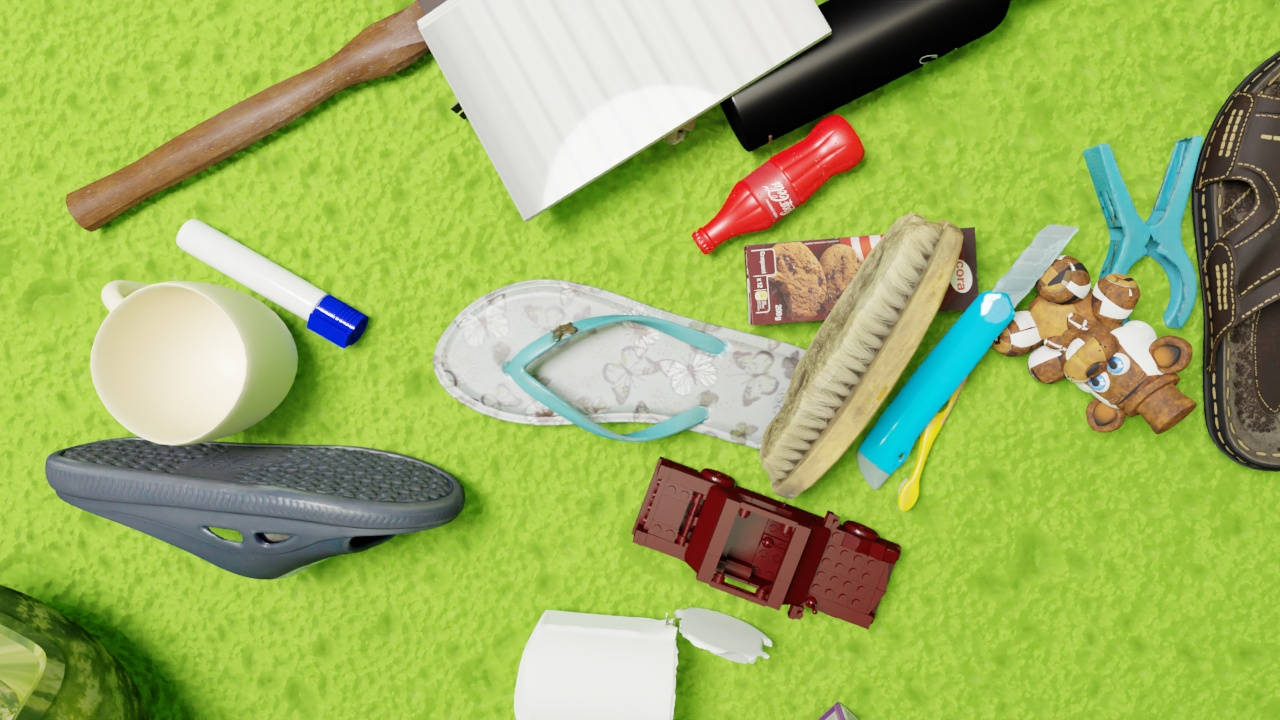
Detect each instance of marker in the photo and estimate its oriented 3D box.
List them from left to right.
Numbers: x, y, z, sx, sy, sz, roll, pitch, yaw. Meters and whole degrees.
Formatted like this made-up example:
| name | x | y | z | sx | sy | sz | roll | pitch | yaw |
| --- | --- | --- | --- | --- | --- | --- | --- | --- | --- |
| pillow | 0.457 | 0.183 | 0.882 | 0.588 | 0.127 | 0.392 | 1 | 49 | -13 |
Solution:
| name | x | y | z | sx | sy | sz | roll | pitch | yaw |
| --- | --- | --- | --- | --- | --- | --- | --- | --- | --- |
| marker | -0.247 | -0.052 | 0.615 | 0.133 | 0.027 | 0.023 | 30 | 127 | 0 |

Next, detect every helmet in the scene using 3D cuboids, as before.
| name | x | y | z | sx | sy | sz | roll | pitch | yaw |
| --- | --- | --- | --- | --- | --- | --- | --- | --- | --- |
| helmet | -0.411 | 0.262 | 0.549 | 0.213 | 0.247 | 0.244 | -23 | 135 | -16 |

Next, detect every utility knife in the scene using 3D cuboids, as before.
| name | x | y | z | sx | sy | sz | roll | pitch | yaw |
| --- | --- | --- | --- | --- | --- | --- | --- | --- | --- |
| utility knife | 0.199 | -0.001 | 0.575 | 0.031 | 0.015 | 0.206 | 37 | 115 | 10 |

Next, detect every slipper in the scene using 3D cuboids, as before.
| name | x | y | z | sx | sy | sz | roll | pitch | yaw |
| --- | --- | --- | --- | --- | --- | --- | --- | --- | --- |
| slipper | -0.250 | 0.102 | 0.590 | 0.268 | 0.110 | 0.083 | 5 | 98 | 6 |
| slipper | -0.004 | 0.003 | 0.594 | 0.269 | 0.054 | 0.098 | 8 | 93 | 1 |
| slipper | 0.402 | -0.063 | 0.551 | 0.113 | 0.075 | 0.268 | 4 | 95 | 2 |

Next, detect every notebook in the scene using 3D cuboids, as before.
| name | x | y | z | sx | sy | sz | roll | pitch | yaw |
| --- | --- | --- | --- | --- | --- | --- | --- | --- | --- |
| notebook | -0.015 | -0.198 | 0.547 | 0.210 | 0.009 | 0.142 | -30 | 87 | 11 |

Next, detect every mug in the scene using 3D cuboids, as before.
| name | x | y | z | sx | sy | sz | roll | pitch | yaw |
| --- | --- | --- | --- | --- | --- | --- | --- | --- | --- |
| mug | -0.282 | -0.008 | 0.585 | 0.120 | 0.099 | 0.096 | 43 | 94 | 1 |

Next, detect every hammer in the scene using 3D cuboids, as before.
| name | x | y | z | sx | sy | sz | roll | pitch | yaw |
| --- | --- | --- | --- | --- | --- | --- | --- | --- | --- |
| hammer | -0.233 | -0.168 | 0.604 | 0.323 | 0.033 | 0.115 | -26 | 91 | 6 |

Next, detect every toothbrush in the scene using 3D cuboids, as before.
| name | x | y | z | sx | sy | sz | roll | pitch | yaw |
| --- | --- | --- | --- | --- | --- | --- | --- | --- | --- |
| toothbrush | 0.195 | 0.035 | 0.604 | 0.021 | 0.016 | 0.135 | 20 | 94 | 3 |

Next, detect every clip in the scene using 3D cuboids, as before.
| name | x | y | z | sx | sy | sz | roll | pitch | yaw |
| --- | --- | --- | --- | --- | --- | --- | --- | --- | --- |
| clip | 0.335 | -0.079 | 0.580 | 0.114 | 0.028 | 0.127 | 6 | 96 | 8 |

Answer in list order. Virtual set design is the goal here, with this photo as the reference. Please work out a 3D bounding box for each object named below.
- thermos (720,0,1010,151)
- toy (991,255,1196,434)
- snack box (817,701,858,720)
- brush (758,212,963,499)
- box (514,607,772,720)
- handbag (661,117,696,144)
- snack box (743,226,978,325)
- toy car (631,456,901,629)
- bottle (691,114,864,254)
| name | x | y | z | sx | sy | sz | roll | pitch | yaw |
| --- | --- | --- | --- | --- | --- | --- | --- | --- | --- |
| thermos | 0.158 | -0.207 | 0.560 | 0.231 | 0.061 | 0.061 | -26 | 93 | 5 |
| toy | 0.281 | -0.005 | 0.560 | 0.112 | 0.067 | 0.087 | 57 | 138 | 30 |
| snack box | 0.093 | 0.301 | 0.567 | 0.148 | 0.143 | 0.040 | -45 | 91 | 6 |
| brush | 0.127 | 0.000 | 0.554 | 0.043 | 0.059 | 0.196 | 27 | 109 | -7 |
| box | 0.004 | 0.202 | 0.597 | 0.166 | 0.083 | 0.092 | 6 | 86 | 1 |
| handbag | -0.016 | -0.233 | 0.578 | 0.124 | 0.047 | 0.186 | 8 | 95 | 11 |
| snack box | 0.140 | -0.054 | 0.589 | 0.141 | 0.031 | 0.051 | -4 | 95 | 4 |
| toy car | 0.082 | 0.120 | 0.593 | 0.170 | 0.062 | 0.070 | 20 | 96 | 1 |
| bottle | 0.085 | -0.108 | 0.586 | 0.119 | 0.036 | 0.036 | -36 | 92 | 6 |
